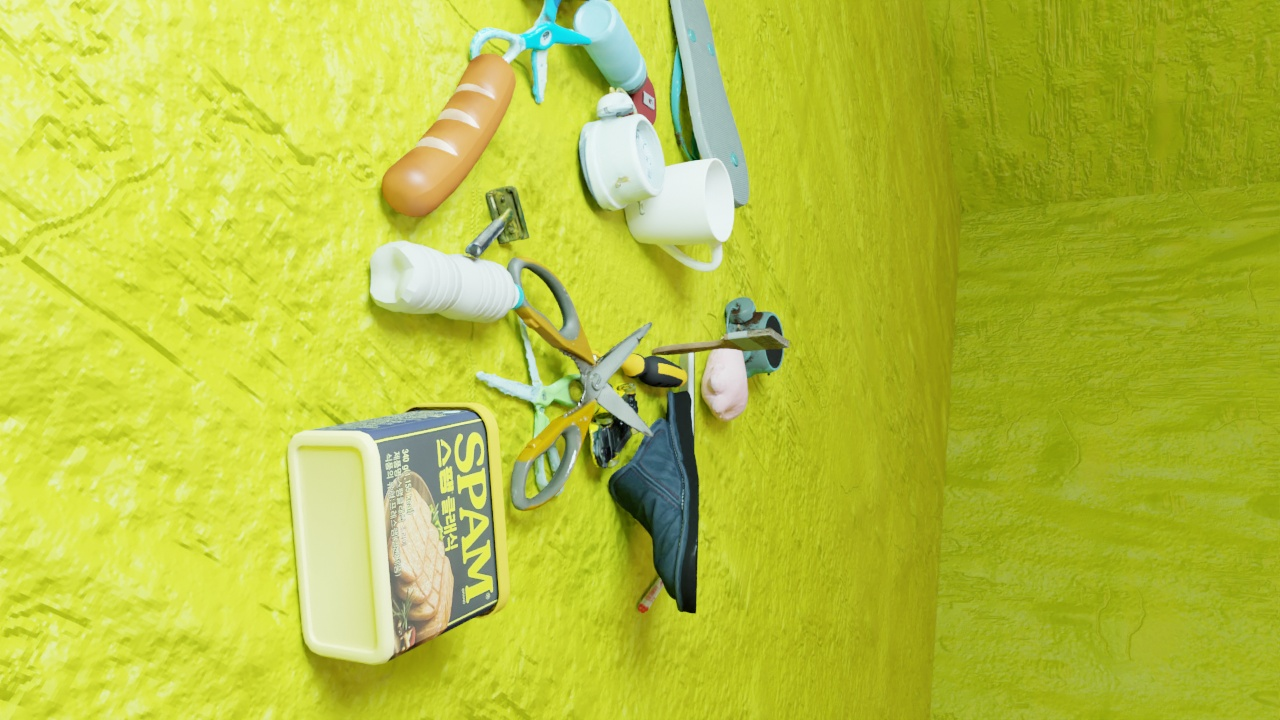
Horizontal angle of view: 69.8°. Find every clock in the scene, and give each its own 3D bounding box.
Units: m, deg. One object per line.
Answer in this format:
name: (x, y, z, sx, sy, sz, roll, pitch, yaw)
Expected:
clock: (-0.016, -0.194, 0.840, 0.083, 0.057, 0.117, 37, 48, -58)
clock: (0.137, -0.028, 1.145, 0.124, 0.053, 0.090, 37, 55, -55)

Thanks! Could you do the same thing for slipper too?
slipper: (0.012, 0.125, 0.854, 0.265, 0.083, 0.109, -93, -177, -56)
slipper: (0.059, -0.296, 1.022, 0.098, 0.055, 0.268, -4, 81, -61)

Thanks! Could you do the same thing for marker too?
marker: (0.029, 0.219, 0.953, 0.141, 0.013, 0.013, -41, 125, -57)

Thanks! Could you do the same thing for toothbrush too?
toothbrush: (-0.005, 0.005, 0.881, 0.196, 0.031, 0.030, 16, 70, -59)

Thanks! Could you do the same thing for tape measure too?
tape measure: (0.000, -0.264, 0.918, 0.051, 0.019, 0.059, 7, 82, -64)

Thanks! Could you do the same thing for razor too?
razor: (-0.105, -0.092, 0.654, 0.105, 0.026, 0.042, -75, 156, -66)

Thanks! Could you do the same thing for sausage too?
sausage: (-0.126, -0.155, 0.629, 0.044, 0.039, 0.163, 67, 33, -42)

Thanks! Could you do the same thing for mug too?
mug: (0.042, -0.140, 0.917, 0.080, 0.088, 0.114, -55, 136, -51)

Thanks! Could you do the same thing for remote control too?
remote control: (0.050, 0.063, 0.983, 0.045, 0.008, 0.146, 154, -63, -79)

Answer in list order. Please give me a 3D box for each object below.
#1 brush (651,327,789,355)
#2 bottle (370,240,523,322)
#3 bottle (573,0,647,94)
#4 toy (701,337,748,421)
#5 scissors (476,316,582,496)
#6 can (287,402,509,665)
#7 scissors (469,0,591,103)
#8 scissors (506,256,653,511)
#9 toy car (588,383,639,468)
brush: (0.073, -0.015, 0.909, 0.045, 0.143, 0.008, 26, 64, -52)
bottle: (-0.124, -0.050, 0.620, 0.136, 0.044, 0.044, 5, 84, -64)
bottle: (-0.023, -0.278, 0.829, 0.130, 0.040, 0.040, 26, 64, -74)
toy: (0.097, 0.030, 1.059, 0.093, 0.050, 0.102, -40, 127, -62)
scissors: (-0.080, 0.035, 0.738, 0.171, 0.024, 0.165, 19, 77, -60)
can: (-0.141, 0.098, 0.543, 0.104, 0.075, 0.135, -9, 97, -61)
scissors: (-0.076, -0.262, 0.707, 0.133, 0.011, 0.140, -17, 136, -52)
scissors: (-0.054, 0.012, 0.740, 0.224, 0.016, 0.230, -51, 127, -40)
toy car: (-0.026, 0.058, 0.828, 0.106, 0.030, 0.049, -53, 141, -61)
